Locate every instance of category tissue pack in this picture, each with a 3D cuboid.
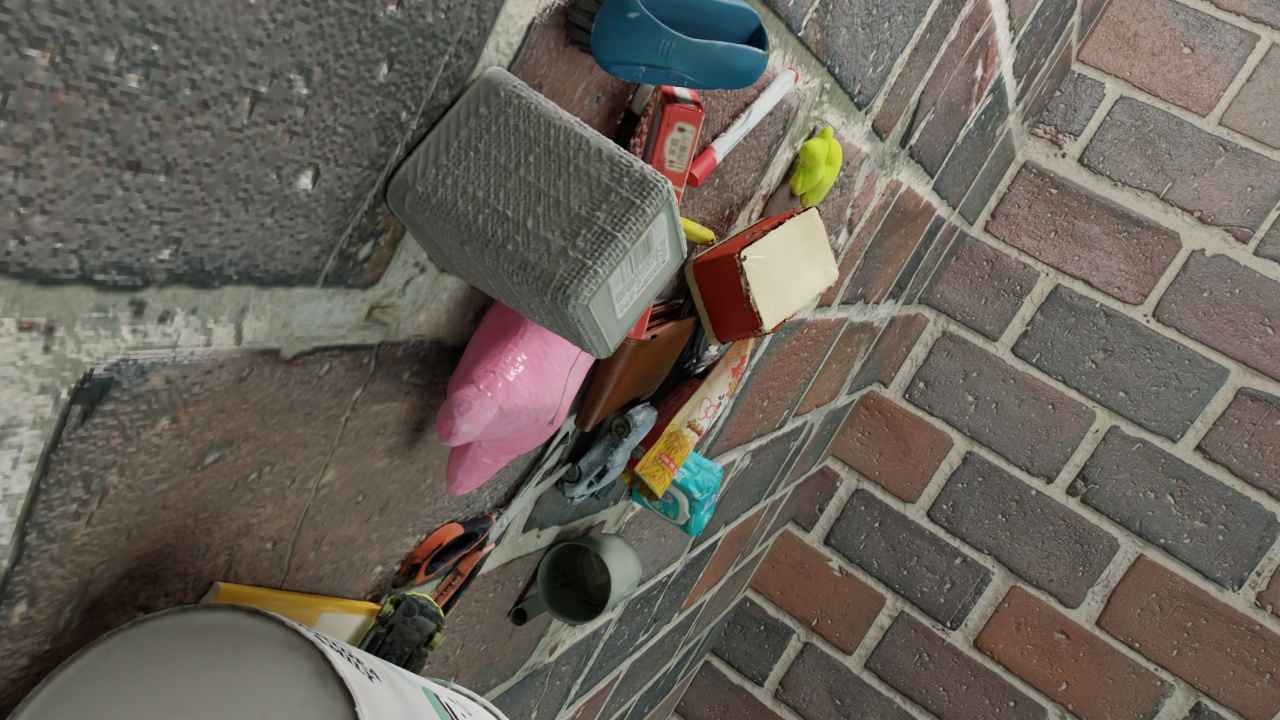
[{"bbox_3d":[0.039,0.145,1.048,0.050,0.093,0.134,-51,160,-29],"label":"tissue pack"}]

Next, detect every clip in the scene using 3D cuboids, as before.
[{"bbox_3d":[0.064,-0.001,0.986,0.057,0.036,0.025,-18,135,-61],"label":"clip"}]

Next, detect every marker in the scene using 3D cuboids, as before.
[{"bbox_3d":[0.081,-0.187,0.729,0.145,0.017,0.017,-48,160,-23],"label":"marker"}]

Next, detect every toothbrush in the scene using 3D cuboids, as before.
[{"bbox_3d":[0.028,-0.108,0.727,0.016,0.016,0.190,-60,161,10],"label":"toothbrush"},{"bbox_3d":[-0.004,-0.159,0.572,0.017,0.012,0.186,-8,129,-58],"label":"toothbrush"},{"bbox_3d":[0.010,0.075,0.977,0.191,0.018,0.016,-49,175,-19],"label":"toothbrush"}]

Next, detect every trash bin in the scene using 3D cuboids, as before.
[{"bbox_3d":[-0.179,0.251,0.468,0.229,0.230,0.252,-49,155,-20],"label":"trash bin"}]

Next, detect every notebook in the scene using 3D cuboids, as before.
[{"bbox_3d":[-0.247,0.207,0.571,0.145,0.010,0.206,-54,161,-9],"label":"notebook"}]

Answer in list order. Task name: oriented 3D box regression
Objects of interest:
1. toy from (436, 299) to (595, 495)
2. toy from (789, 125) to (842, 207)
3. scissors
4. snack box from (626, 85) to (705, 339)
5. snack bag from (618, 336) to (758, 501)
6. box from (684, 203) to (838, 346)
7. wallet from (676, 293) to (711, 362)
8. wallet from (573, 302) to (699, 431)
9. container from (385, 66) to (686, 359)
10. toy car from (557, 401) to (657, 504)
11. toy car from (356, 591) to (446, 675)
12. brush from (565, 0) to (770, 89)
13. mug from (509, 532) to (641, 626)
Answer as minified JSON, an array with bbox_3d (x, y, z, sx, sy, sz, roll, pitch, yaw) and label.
[{"bbox_3d":[-0.065,-0.004,0.578,0.194,0.074,0.179,-60,175,-21],"label":"toy"},{"bbox_3d":[0.182,-0.197,0.941,0.099,0.031,0.097,-31,147,-51],"label":"toy"},{"bbox_3d":[-0.131,0.147,0.751,0.225,0.015,0.189,-13,133,-63],"label":"scissors"},{"bbox_3d":[0.007,-0.097,0.598,0.075,0.025,0.153,-94,-163,-63],"label":"snack box"},{"bbox_3d":[0.055,0.044,0.936,0.207,0.073,0.129,-48,170,-16],"label":"snack bag"},{"bbox_3d":[0.125,-0.082,0.856,0.167,0.078,0.091,-34,108,-47],"label":"box"},{"bbox_3d":[0.078,-0.055,0.917,0.115,0.033,0.090,-40,155,-48],"label":"wallet"},{"bbox_3d":[-0.005,0.005,0.810,0.124,0.032,0.101,-24,145,-56],"label":"wallet"},{"bbox_3d":[-0.045,-0.068,0.458,0.090,0.114,0.090,-53,161,-10],"label":"container"},{"bbox_3d":[-0.028,0.086,0.846,0.121,0.037,0.054,-48,166,21],"label":"toy car"},{"bbox_3d":[-0.181,0.213,0.657,0.105,0.048,0.032,-57,-171,-1],"label":"toy car"},{"bbox_3d":[0.027,-0.176,0.507,0.143,0.073,0.055,-15,138,-51],"label":"brush"},{"bbox_3d":[-0.068,0.238,0.980,0.124,0.083,0.103,-33,167,15],"label":"mug"}]
